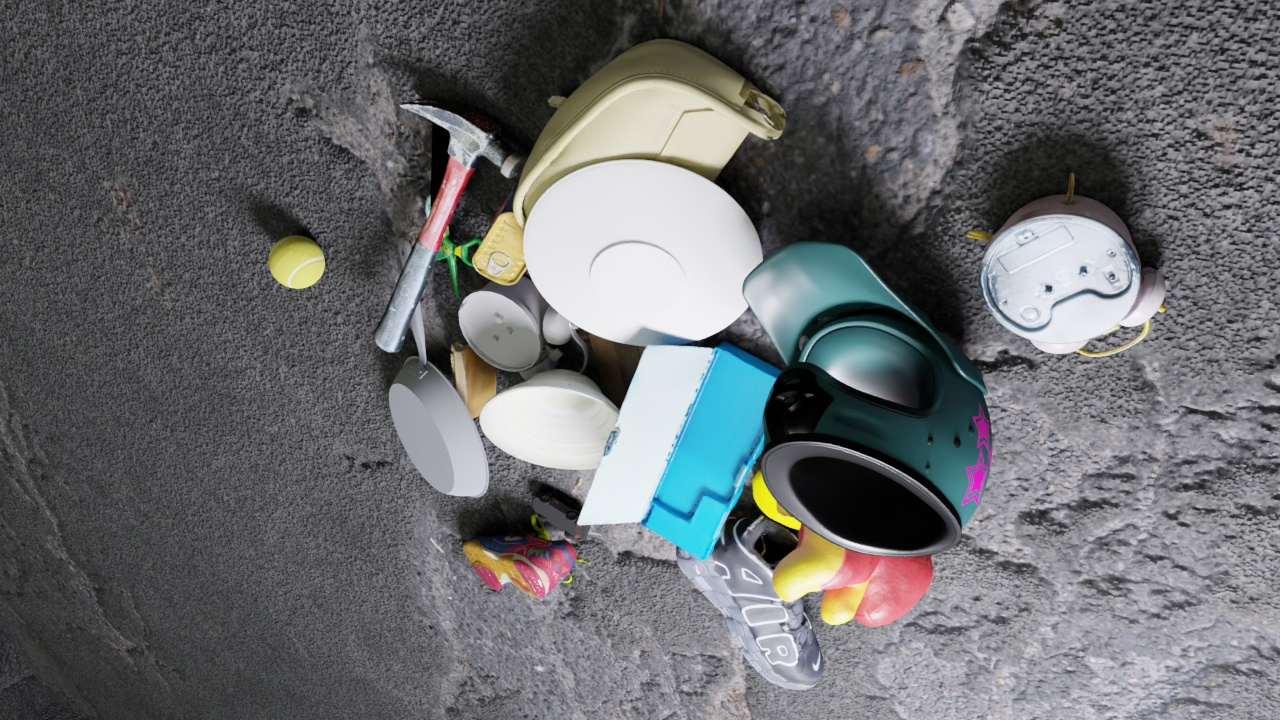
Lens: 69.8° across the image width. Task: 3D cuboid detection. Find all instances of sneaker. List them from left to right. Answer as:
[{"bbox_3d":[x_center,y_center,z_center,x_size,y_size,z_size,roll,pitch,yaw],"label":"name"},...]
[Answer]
[{"bbox_3d":[-0.168,0.280,1.301,0.242,0.090,0.116,-6,117,55],"label":"sneaker"},{"bbox_3d":[0.169,0.273,1.081,0.151,0.097,0.252,-30,100,44],"label":"sneaker"}]

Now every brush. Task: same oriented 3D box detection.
[{"bbox_3d":[-0.209,0.020,1.134,0.039,0.049,0.117,31,136,30],"label":"brush"}]

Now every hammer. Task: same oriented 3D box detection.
[{"bbox_3d":[-0.239,-0.135,1.004,0.140,0.036,0.327,40,127,8],"label":"hammer"}]

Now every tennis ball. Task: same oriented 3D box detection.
[{"bbox_3d":[-0.424,-0.122,1.133,0.065,0.065,0.065,15,130,19],"label":"tennis ball"}]

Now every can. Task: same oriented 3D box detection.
[{"bbox_3d":[-0.131,-0.133,0.955,0.054,0.058,0.100,28,135,-17],"label":"can"}]

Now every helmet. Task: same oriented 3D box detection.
[{"bbox_3d":[0.197,0.035,0.805,0.177,0.199,0.274,-16,137,40],"label":"helmet"}]

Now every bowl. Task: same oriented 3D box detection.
[{"bbox_3d":[-0.091,0.057,1.046,0.177,0.057,0.177,5,145,3],"label":"bowl"}]

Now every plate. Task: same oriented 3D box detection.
[{"bbox_3d":[-0.001,-0.084,0.865,0.229,0.030,0.230,6,137,5],"label":"plate"}]

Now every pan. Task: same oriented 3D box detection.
[{"bbox_3d":[-0.271,0.022,1.142,0.201,0.050,0.357,23,131,45],"label":"pan"}]

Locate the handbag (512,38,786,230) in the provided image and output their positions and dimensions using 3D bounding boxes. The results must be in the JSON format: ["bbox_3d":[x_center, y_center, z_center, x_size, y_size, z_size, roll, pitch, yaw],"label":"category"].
[{"bbox_3d":[-0.001,-0.188,0.841,0.191,0.088,0.234,27,135,-12],"label":"handbag"}]

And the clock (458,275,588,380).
[{"bbox_3d":[-0.132,-0.032,1.041,0.159,0.060,0.120,35,134,3],"label":"clock"}]

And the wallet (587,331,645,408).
[{"bbox_3d":[-0.006,0.006,1.024,0.099,0.026,0.121,5,126,29],"label":"wallet"}]

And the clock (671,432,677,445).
[{"bbox_3d":[0.035,0.096,1.065,0.123,0.041,0.087,11,129,16],"label":"clock"}]

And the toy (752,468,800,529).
[{"bbox_3d":[0.169,0.153,1.028,0.094,0.041,0.095,-18,114,43],"label":"toy"}]

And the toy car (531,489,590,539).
[{"bbox_3d":[-0.104,0.202,1.224,0.092,0.036,0.042,30,136,20],"label":"toy car"}]

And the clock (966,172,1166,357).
[{"bbox_3d":[0.351,-0.064,0.745,0.158,0.058,0.117,47,134,-11],"label":"clock"}]

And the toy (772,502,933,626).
[{"bbox_3d":[0.225,0.201,0.946,0.216,0.147,0.099,25,157,-39],"label":"toy"}]

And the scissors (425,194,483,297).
[{"bbox_3d":[-0.216,-0.132,1.032,0.126,0.011,0.130,-10,106,47],"label":"scissors"}]

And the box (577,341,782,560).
[{"bbox_3d":[0.044,0.091,0.993,0.170,0.070,0.244,16,117,-10],"label":"box"}]
